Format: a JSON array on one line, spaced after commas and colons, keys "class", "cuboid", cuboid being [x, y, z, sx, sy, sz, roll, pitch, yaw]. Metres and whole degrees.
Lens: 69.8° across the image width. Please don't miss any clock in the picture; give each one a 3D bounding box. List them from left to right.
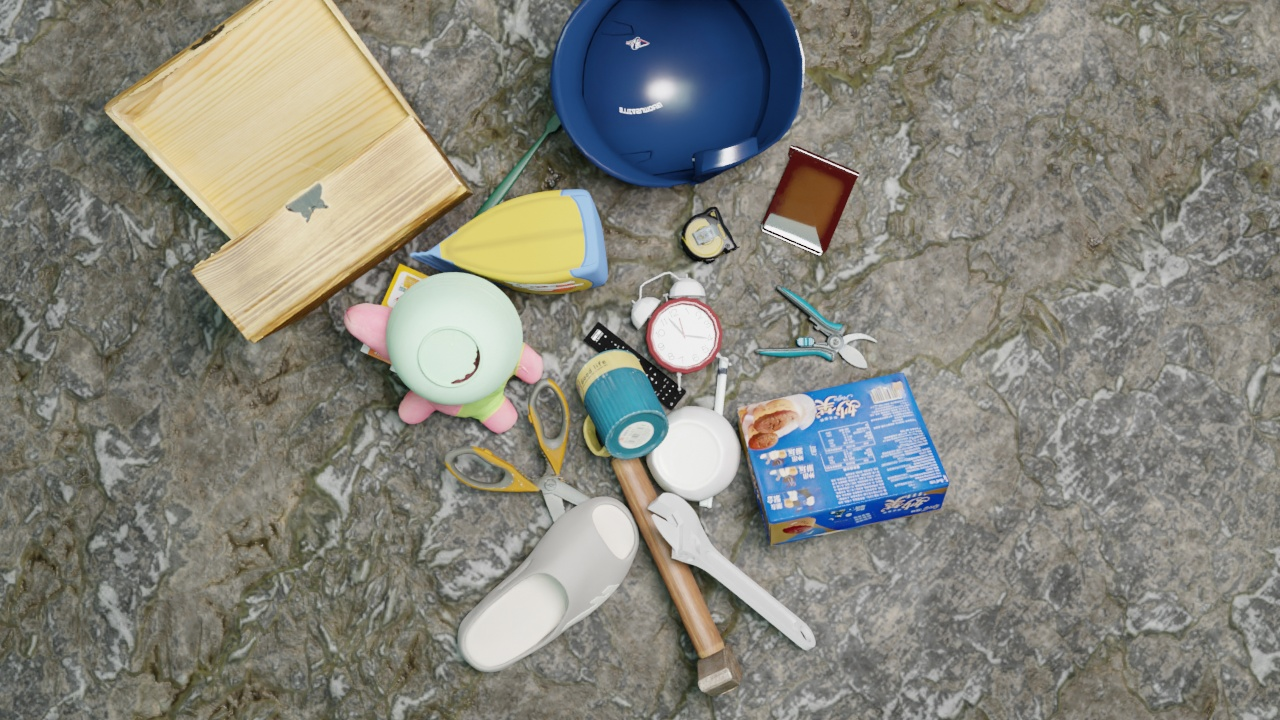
[{"class": "clock", "cuboid": [0.047, -0.040, 1.117, 0.096, 0.048, 0.137, -26, 89, -1]}]

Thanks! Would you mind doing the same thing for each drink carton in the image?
[{"class": "drink carton", "cuboid": [-0.289, -0.049, 1.125, 0.058, 0.040, 0.122, 24, 88, 1]}]

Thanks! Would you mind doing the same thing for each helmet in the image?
[{"class": "helmet", "cuboid": [0.021, -0.312, 1.037, 0.271, 0.223, 0.232, -15, 103, -29]}]

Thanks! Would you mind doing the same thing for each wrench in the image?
[{"class": "wrench", "cuboid": [0.112, 0.251, 1.081, 0.273, 0.086, 0.018, 41, 115, -19]}]

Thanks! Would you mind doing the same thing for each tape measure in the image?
[{"class": "tape measure", "cuboid": [0.081, -0.151, 1.128, 0.061, 0.034, 0.061, -30, 87, 1]}]

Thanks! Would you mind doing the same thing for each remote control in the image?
[{"class": "remote control", "cuboid": [-0.007, 0.007, 1.135, 0.140, 0.009, 0.030, 38, 89, 2]}]

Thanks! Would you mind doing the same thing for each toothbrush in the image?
[{"class": "toothbrush", "cuboid": [-0.157, -0.231, 1.144, 0.016, 0.017, 0.190, 38, 90, 2]}, {"class": "toothbrush", "cuboid": [0.090, 0.088, 1.130, 0.017, 0.012, 0.186, 6, 88, 3]}]

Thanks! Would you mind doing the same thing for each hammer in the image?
[{"class": "hammer", "cuboid": [0.037, 0.242, 1.075, 0.037, 0.158, 0.300, -26, 75, 2]}]

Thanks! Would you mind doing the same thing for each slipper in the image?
[{"class": "slipper", "cuboid": [-0.107, 0.276, 1.084, 0.266, 0.080, 0.113, -40, 98, -1]}]

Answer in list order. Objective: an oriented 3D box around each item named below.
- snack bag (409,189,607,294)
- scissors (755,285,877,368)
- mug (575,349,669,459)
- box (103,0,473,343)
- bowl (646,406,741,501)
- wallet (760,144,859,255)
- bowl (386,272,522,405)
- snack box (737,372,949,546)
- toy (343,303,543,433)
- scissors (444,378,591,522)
[{"class": "snack bag", "cuboid": [-0.147, -0.127, 1.068, 0.205, 0.159, 0.102, -8, 89, 2]}, {"class": "scissors", "cuboid": [0.211, -0.038, 1.131, 0.154, 0.019, 0.124, -13, 89, -2]}, {"class": "mug", "cuboid": [-0.028, 0.063, 1.078, 0.083, 0.107, 0.114, 11, 124, -36]}, {"class": "box", "cuboid": [-0.393, -0.238, 1.038, 0.279, 0.284, 0.323, -38, 100, -1]}, {"class": "bowl", "cuboid": [0.060, 0.111, 1.094, 0.116, 0.065, 0.116, -1, 86, 10]}, {"class": "wallet", "cuboid": [0.208, -0.199, 1.140, 0.091, 0.018, 0.115, 23, 85, 2]}, {"class": "bowl", "cuboid": [-0.203, -0.014, 0.993, 0.151, 0.077, 0.151, -2, 108, -6]}, {"class": "snack box", "cuboid": [0.229, 0.113, 1.066, 0.203, 0.069, 0.154, -12, 56, 0]}, {"class": "toy", "cuboid": [-0.235, -0.007, 1.078, 0.236, 0.097, 0.192, 26, 97, -25]}, {"class": "scissors", "cuboid": [-0.115, 0.126, 1.106, 0.225, 0.016, 0.216, 25, 94, -13]}]
